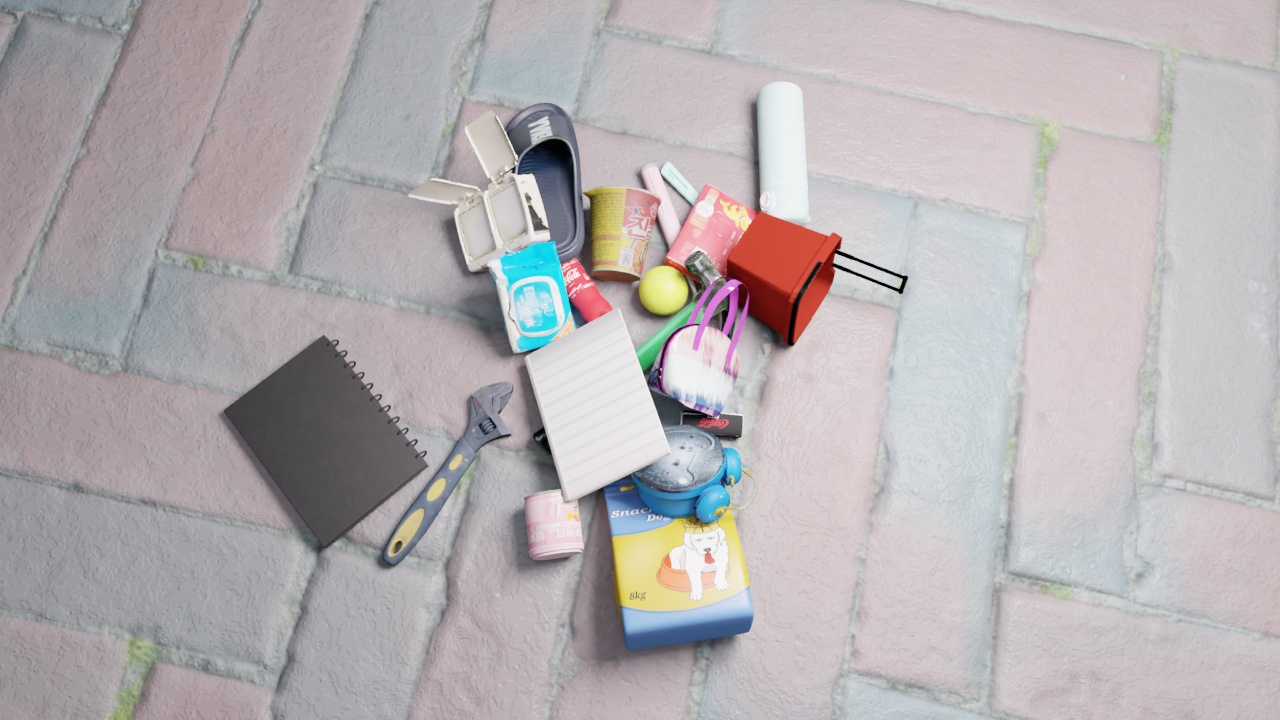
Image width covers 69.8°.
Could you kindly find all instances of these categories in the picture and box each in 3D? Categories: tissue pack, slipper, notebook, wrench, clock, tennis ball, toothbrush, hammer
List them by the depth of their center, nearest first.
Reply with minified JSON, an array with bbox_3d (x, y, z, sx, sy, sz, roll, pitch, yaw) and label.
[{"bbox_3d":[0.062,0.140,1.116,0.161,0.060,0.116,13,40,21],"label":"clock"},{"bbox_3d":[-0.058,0.053,1.137,0.143,0.009,0.209,-27,61,14],"label":"notebook"},{"bbox_3d":[-0.241,0.140,1.172,0.073,0.022,0.273,32,76,9],"label":"wrench"},{"bbox_3d":[-0.402,0.097,1.181,0.169,0.019,0.231,-39,75,-10],"label":"notebook"},{"bbox_3d":[-0.139,-0.078,1.185,0.093,0.144,0.061,-15,30,-5],"label":"tissue pack"},{"bbox_3d":[-0.007,0.007,1.185,0.318,0.032,0.130,-40,118,-3],"label":"hammer"},{"bbox_3d":[0.031,-0.093,1.219,0.065,0.065,0.065,0,74,-1],"label":"tennis ball"},{"bbox_3d":[-0.136,-0.257,1.245,0.110,0.083,0.267,-9,64,-1],"label":"slipper"},{"bbox_3d":[0.047,-0.171,1.263,0.026,0.027,0.222,-12,74,-29],"label":"toothbrush"}]

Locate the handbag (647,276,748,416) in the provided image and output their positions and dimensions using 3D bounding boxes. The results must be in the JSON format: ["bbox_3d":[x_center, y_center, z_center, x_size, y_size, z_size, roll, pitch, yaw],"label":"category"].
[{"bbox_3d":[0.086,-0.024,1.155,0.068,0.144,0.170,25,92,45],"label":"handbag"}]

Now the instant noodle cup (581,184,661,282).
[{"bbox_3d":[-0.025,-0.166,1.231,0.100,0.100,0.112,5,82,1],"label":"instant noodle cup"}]

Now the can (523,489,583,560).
[{"bbox_3d":[-0.107,0.203,1.131,0.067,0.067,0.076,-8,73,-3],"label":"can"}]

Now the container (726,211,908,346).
[{"bbox_3d":[0.220,-0.094,1.179,0.201,0.148,0.126,29,72,17],"label":"container"}]

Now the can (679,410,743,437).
[{"bbox_3d":[0.092,0.082,1.186,0.080,0.031,0.031,4,74,1],"label":"can"}]

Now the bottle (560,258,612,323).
[{"bbox_3d":[-0.086,-0.102,1.233,0.042,0.042,0.141,-34,77,-10],"label":"bottle"}]

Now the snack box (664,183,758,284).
[{"bbox_3d":[0.099,-0.166,1.247,0.089,0.021,0.132,30,68,-4],"label":"snack box"}]

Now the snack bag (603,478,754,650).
[{"bbox_3d":[0.042,0.232,1.115,0.159,0.102,0.205,-8,60,-3],"label":"snack bag"}]

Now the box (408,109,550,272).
[{"bbox_3d":[-0.215,-0.207,1.186,0.100,0.145,0.186,-34,99,-49],"label":"box"}]

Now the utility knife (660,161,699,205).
[{"bbox_3d":[0.084,-0.217,1.284,0.022,0.015,0.158,-39,81,-18],"label":"utility knife"}]

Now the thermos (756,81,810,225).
[{"bbox_3d":[0.197,-0.281,1.274,0.077,0.065,0.206,14,69,-38],"label":"thermos"}]
